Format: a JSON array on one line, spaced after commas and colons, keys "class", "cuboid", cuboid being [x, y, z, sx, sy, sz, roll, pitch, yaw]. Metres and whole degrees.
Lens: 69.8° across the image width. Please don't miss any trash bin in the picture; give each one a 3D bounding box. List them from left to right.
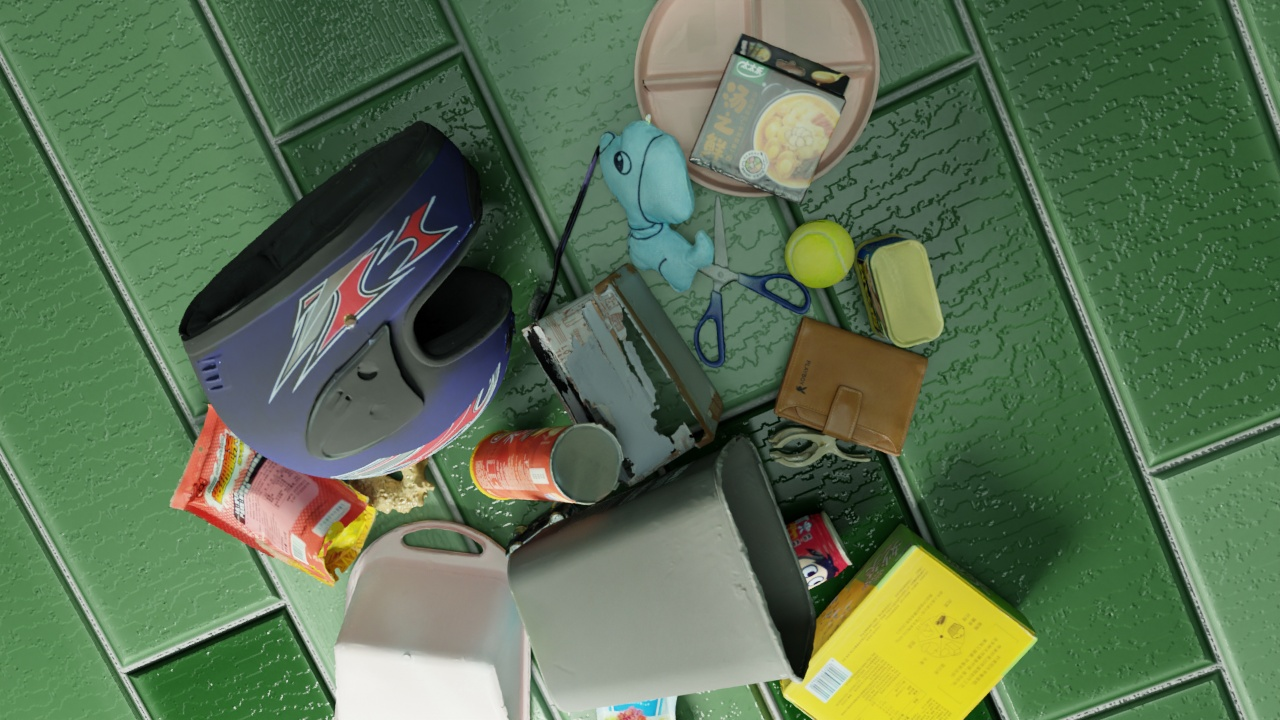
[{"class": "trash bin", "cuboid": [0.021, 0.197, 0.827, 0.220, 0.198, 0.198, -20, 89, 16]}]

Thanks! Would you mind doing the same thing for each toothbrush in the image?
[{"class": "toothbrush", "cuboid": [-0.076, -0.127, 0.921, 0.017, 0.014, 0.189, 24, 100, 13]}]

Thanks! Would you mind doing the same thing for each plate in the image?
[{"class": "plate", "cuboid": [0.109, -0.272, 0.875, 0.229, 0.028, 0.229, 1, 99, 4]}]

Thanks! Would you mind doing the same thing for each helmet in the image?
[{"class": "helmet", "cuboid": [-0.234, -0.031, 0.838, 0.316, 0.247, 0.240, -37, 122, 6]}]

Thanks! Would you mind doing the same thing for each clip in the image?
[{"class": "clip", "cuboid": [0.180, 0.083, 0.925, 0.100, 0.034, 0.070, -7, 98, 1]}]

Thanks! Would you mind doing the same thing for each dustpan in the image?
[{"class": "dustpan", "cuboid": [-0.219, 0.318, 1.009, 0.222, 0.138, 0.274, 8, 128, 2]}]

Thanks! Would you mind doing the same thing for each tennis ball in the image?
[{"class": "tennis ball", "cuboid": [0.171, -0.102, 0.878, 0.065, 0.065, 0.065, 1, 99, 4]}]

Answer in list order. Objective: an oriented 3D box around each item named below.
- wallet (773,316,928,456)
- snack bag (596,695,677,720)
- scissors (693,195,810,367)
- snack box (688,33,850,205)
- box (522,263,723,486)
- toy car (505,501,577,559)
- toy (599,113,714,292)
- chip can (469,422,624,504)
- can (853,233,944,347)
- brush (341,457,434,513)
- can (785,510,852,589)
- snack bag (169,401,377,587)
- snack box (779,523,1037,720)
[{"class": "wallet", "cuboid": [0.205, 0.026, 0.901, 0.132, 0.031, 0.107, 20, 79, 2]}, {"class": "snack bag", "cuboid": [-0.004, 0.369, 0.985, 0.110, 0.038, 0.191, -3, 98, 14]}, {"class": "scissors", "cuboid": [0.089, -0.075, 0.916, 0.162, 0.012, 0.175, 6, 99, 6]}, {"class": "snack box", "cuboid": [0.120, -0.223, 0.846, 0.113, 0.053, 0.126, 22, 106, 0]}, {"class": "box", "cuboid": [-0.003, 0.004, 0.875, 0.148, 0.146, 0.181, -31, 96, -15]}, {"class": "toy car", "cuboid": [-0.102, 0.180, 0.959, 0.091, 0.043, 0.034, -39, 100, 9]}, {"class": "toy", "cuboid": [0.013, -0.154, 0.875, 0.161, 0.049, 0.157, 35, 130, 29]}, {"class": "chip can", "cuboid": [-0.094, 0.096, 0.857, 0.073, 0.217, 0.073, 4, 82, -27]}, {"class": "can", "cuboid": [0.244, -0.067, 0.868, 0.057, 0.083, 0.102, -16, 98, 7]}, {"class": "brush", "cuboid": [-0.342, 0.123, 0.975, 0.255, 0.045, 0.083, -2, 103, 9]}, {"class": "can", "cuboid": [0.158, 0.199, 0.927, 0.094, 0.066, 0.066, -29, 96, 8]}, {"class": "snack bag", "cuboid": [-0.379, 0.139, 0.937, 0.208, 0.073, 0.129, 26, 104, 12]}, {"class": "snack box", "cuboid": [0.266, 0.297, 0.933, 0.157, 0.070, 0.210, 37, 100, -2]}]
